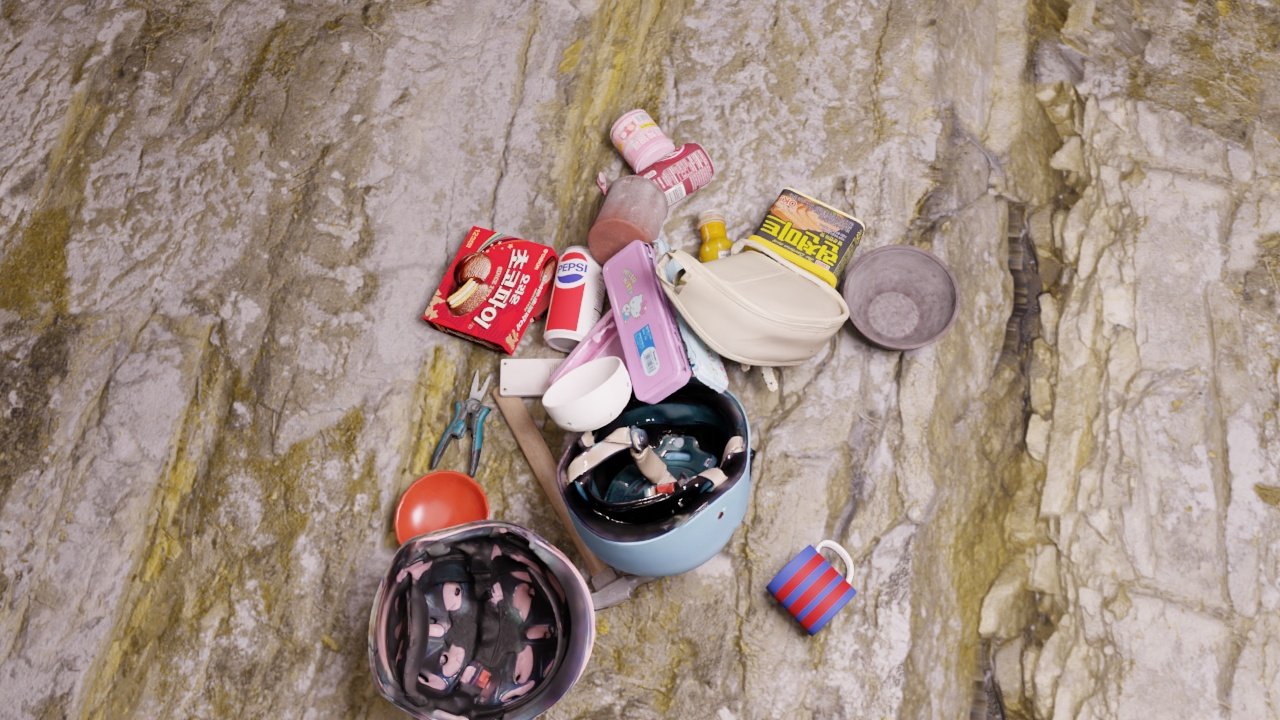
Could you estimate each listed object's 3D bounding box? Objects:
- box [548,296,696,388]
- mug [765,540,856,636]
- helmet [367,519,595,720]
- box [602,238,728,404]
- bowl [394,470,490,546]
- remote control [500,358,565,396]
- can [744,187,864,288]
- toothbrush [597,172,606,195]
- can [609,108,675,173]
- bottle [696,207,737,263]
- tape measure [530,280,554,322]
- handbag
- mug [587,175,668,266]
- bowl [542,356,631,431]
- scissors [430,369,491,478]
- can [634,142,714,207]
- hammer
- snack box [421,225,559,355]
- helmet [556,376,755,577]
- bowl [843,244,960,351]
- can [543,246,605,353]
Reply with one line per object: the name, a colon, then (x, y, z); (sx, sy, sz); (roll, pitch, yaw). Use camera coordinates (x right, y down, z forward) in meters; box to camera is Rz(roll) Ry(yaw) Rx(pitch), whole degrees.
box: (-0.010, 0.007, 1.203); (0.155, 0.059, 0.201); (45, 78, -16)
mug: (0.213, 0.262, 1.089); (0.111, 0.075, 0.076); (-31, 68, -35)
helmet: (-0.172, 0.310, 1.057); (0.255, 0.153, 0.229); (-4, 68, 5)
box: (0.033, -0.045, 1.132); (0.090, 0.092, 0.214); (-35, 54, 28)
bowl: (-0.248, 0.203, 1.166); (0.122, 0.035, 0.121); (-2, 70, 5)
remote control: (-0.118, 0.023, 1.223); (0.136, 0.011, 0.050); (0, 70, -4)
can: (0.221, -0.157, 1.234); (0.131, 0.072, 0.101); (29, 73, 14)
toothbrush: (-0.038, -0.211, 1.306); (0.021, 0.016, 0.135); (-15, 69, -13)
can: (0.003, -0.309, 1.311); (0.067, 0.067, 0.076); (-33, 70, -7)
bottle: (0.110, -0.117, 1.238); (0.053, 0.053, 0.186); (-10, 70, 2)
tape measure: (-0.138, -0.085, 1.268); (0.051, 0.019, 0.059); (-20, 63, -4)
handbag: (0.127, -0.059, 1.128); (0.184, 0.228, 0.132); (47, 120, 16)
mug: (-0.010, -0.170, 1.233); (0.096, 0.123, 0.110); (-9, 39, 32)
bowl: (-0.058, 0.045, 1.076); (0.105, 0.105, 0.054); (-29, 110, -5)
scissors: (-0.231, 0.090, 1.215); (0.150, 0.019, 0.120); (-39, 71, -11)
can: (0.043, -0.254, 1.289); (0.114, 0.063, 0.063); (-33, 71, -7)
hammer: (-0.106, 0.164, 1.171); (0.119, 0.031, 0.331); (-29, 71, -5)
snack box: (-0.203, -0.098, 1.257); (0.133, 0.036, 0.151); (18, 72, 23)
helmet: (0.023, 0.140, 1.087); (0.226, 0.167, 0.264); (6, 45, 18)
bowl: (0.334, -0.072, 1.193); (0.145, 0.067, 0.144); (-2, 70, 5)
can: (-0.085, -0.081, 1.235); (0.070, 0.070, 0.132); (6, 71, 8)
